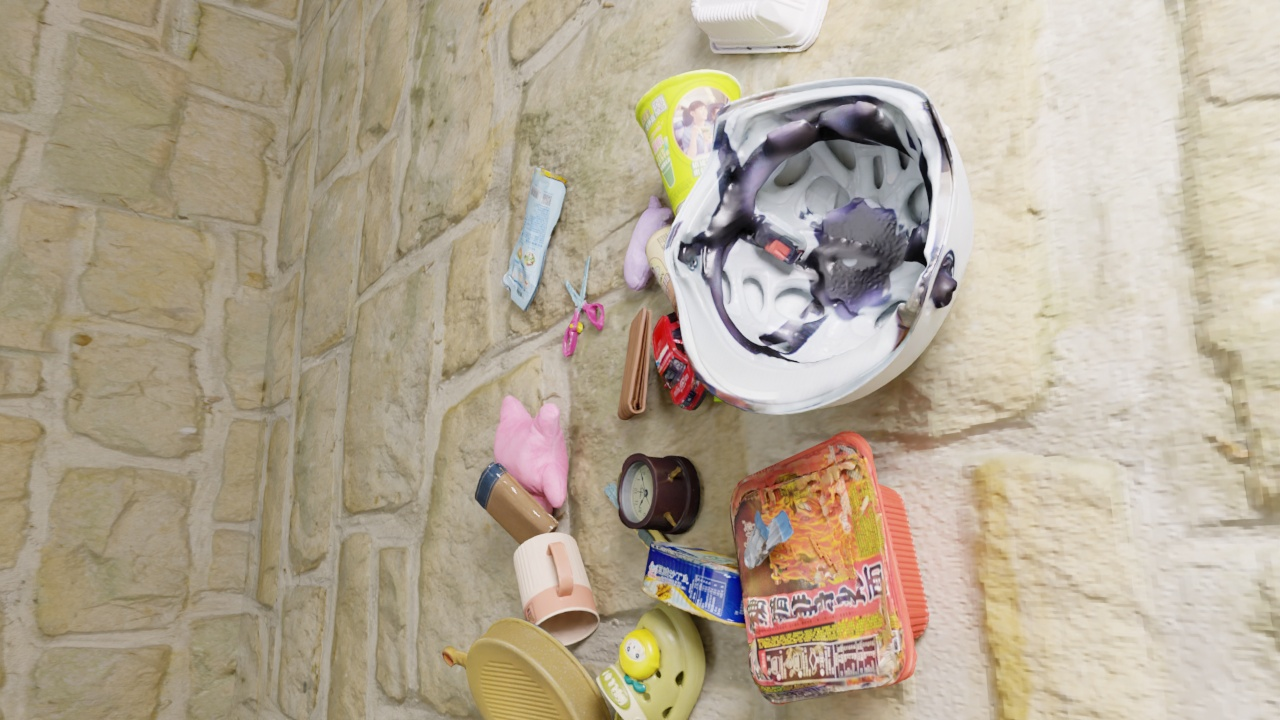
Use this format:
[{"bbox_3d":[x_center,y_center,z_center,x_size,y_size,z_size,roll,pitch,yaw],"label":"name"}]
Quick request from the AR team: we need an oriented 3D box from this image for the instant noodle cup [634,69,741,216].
[{"bbox_3d":[0.060,-0.207,0.925,0.112,0.111,0.123,-31,65,49],"label":"instant noodle cup"}]

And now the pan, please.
[{"bbox_3d":[-0.159,0.383,1.083,0.358,0.078,0.198,-11,104,45],"label":"pan"}]

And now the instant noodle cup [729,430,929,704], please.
[{"bbox_3d":[0.149,0.164,0.722,0.165,0.079,0.188,-33,57,48],"label":"instant noodle cup"}]

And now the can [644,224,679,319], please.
[{"bbox_3d":[0.049,-0.086,0.947,0.059,0.058,0.116,-58,40,31],"label":"can"}]

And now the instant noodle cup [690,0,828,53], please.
[{"bbox_3d":[0.116,-0.383,0.918,0.173,0.060,0.138,28,106,56],"label":"instant noodle cup"}]

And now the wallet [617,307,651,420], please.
[{"bbox_3d":[-0.006,0.006,1.012,0.101,0.020,0.115,142,135,-78],"label":"wallet"}]

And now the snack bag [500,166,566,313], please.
[{"bbox_3d":[-0.151,-0.169,1.285,0.110,0.038,0.191,36,114,48],"label":"snack bag"}]

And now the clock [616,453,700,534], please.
[{"bbox_3d":[0.011,0.138,0.956,0.122,0.055,0.082,-4,80,58],"label":"clock"}]

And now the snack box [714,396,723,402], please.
[{"bbox_3d":[0.127,-0.004,0.842,0.157,0.026,0.085,-4,80,55],"label":"snack box"}]

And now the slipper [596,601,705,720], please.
[{"bbox_3d":[0.001,0.330,0.906,0.091,0.081,0.191,37,116,50],"label":"slipper"}]

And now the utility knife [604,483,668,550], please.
[{"bbox_3d":[0.005,0.185,0.996,0.031,0.020,0.188,-64,32,14],"label":"utility knife"}]

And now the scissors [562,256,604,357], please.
[{"bbox_3d":[-0.073,-0.069,1.167,0.131,0.017,0.133,3,82,59],"label":"scissors"}]

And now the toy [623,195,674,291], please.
[{"bbox_3d":[0.006,-0.131,1.041,0.083,0.039,0.108,-113,39,-64],"label":"toy"}]

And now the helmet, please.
[{"bbox_3d":[0.147,-0.078,0.709,0.229,0.145,0.258,6,84,38],"label":"helmet"}]

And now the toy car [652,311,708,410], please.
[{"bbox_3d":[0.041,-0.001,0.940,0.120,0.045,0.053,-106,35,-48],"label":"toy car"}]

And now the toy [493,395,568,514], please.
[{"bbox_3d":[-0.143,0.135,1.173,0.195,0.074,0.178,1,95,59],"label":"toy"}]

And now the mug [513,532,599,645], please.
[{"bbox_3d":[-0.098,0.255,1.056,0.115,0.081,0.105,101,155,-45],"label":"mug"}]

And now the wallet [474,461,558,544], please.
[{"bbox_3d":[-0.153,0.185,1.129,0.115,0.033,0.090,43,142,15],"label":"wallet"}]

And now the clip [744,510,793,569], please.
[{"bbox_3d":[0.096,0.143,0.726,0.027,0.045,0.058,-112,33,-42],"label":"clip"}]

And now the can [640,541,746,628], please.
[{"bbox_3d":[0.060,0.206,0.852,0.148,0.074,0.049,3,82,56],"label":"can"}]
